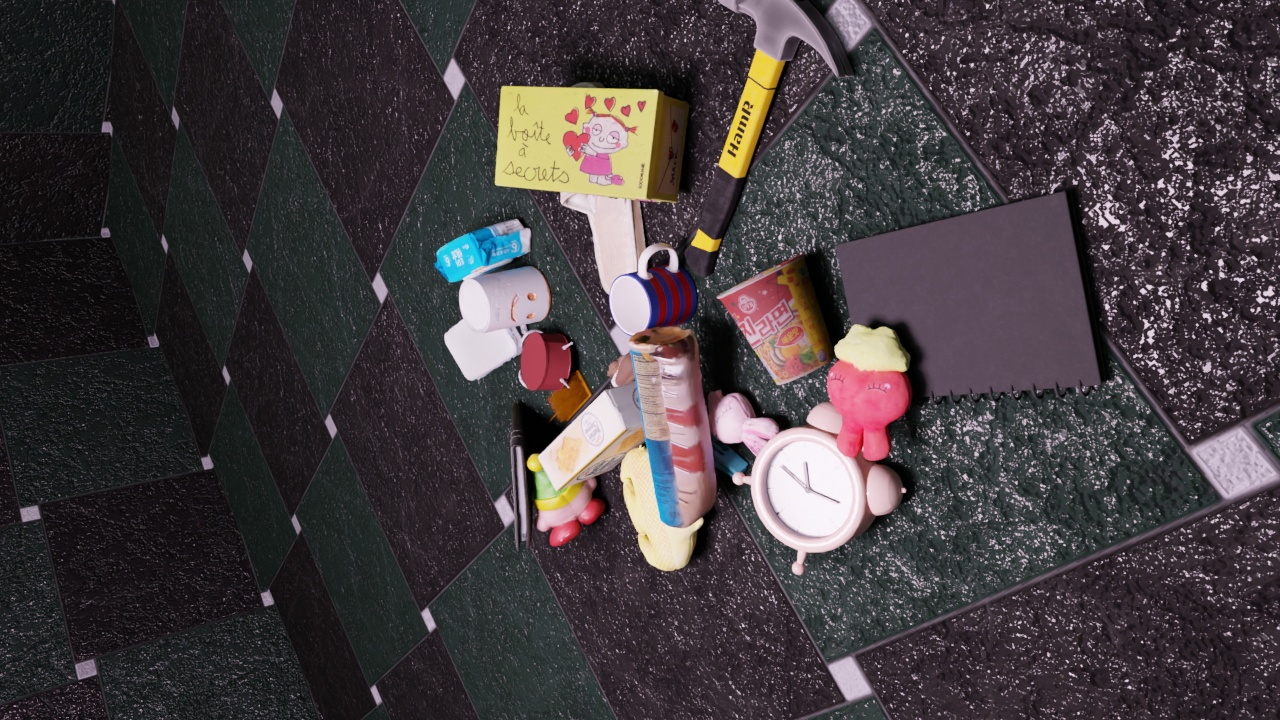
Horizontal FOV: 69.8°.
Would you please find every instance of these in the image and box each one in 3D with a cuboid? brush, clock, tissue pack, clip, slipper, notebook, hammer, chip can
[{"bbox_3d":[-0.113,0.064,1.343,0.048,0.017,0.127,61,139,15],"label":"brush"},{"bbox_3d":[0.192,0.131,0.974,0.161,0.086,0.131,-48,66,36],"label":"clock"},{"bbox_3d":[-0.231,-0.158,1.344,0.145,0.092,0.062,-11,101,51],"label":"tissue pack"},{"bbox_3d":[0.068,0.087,1.116,0.120,0.033,0.118,4,122,53],"label":"clip"},{"bbox_3d":[-0.050,-0.210,1.147,0.115,0.053,0.272,-10,96,46],"label":"slipper"},{"bbox_3d":[0.289,-0.044,0.831,0.232,0.019,0.169,-8,96,51],"label":"notebook"},{"bbox_3d":[0.109,-0.226,0.970,0.170,0.034,0.325,44,134,30],"label":"hammer"},{"bbox_3d":[-0.177,0.170,1.364,0.209,0.029,0.169,-105,11,-74],"label":"notebook"},{"bbox_3d":[0.042,0.077,1.058,0.080,0.079,0.230,12,118,47],"label":"chip can"},{"bbox_3d":[-0.140,0.001,1.318,0.125,0.044,0.087,9,95,59],"label":"clock"}]

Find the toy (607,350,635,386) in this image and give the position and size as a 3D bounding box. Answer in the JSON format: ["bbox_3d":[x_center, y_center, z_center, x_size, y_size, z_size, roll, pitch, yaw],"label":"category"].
[{"bbox_3d":[-0.007,0.007,1.177,0.102,0.041,0.054,-47,28,37],"label":"toy"}]

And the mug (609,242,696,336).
[{"bbox_3d":[0.018,-0.088,1.087,0.075,0.076,0.112,37,129,36],"label":"mug"}]

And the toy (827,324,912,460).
[{"bbox_3d":[0.218,0.031,0.885,0.092,0.045,0.135,20,110,48],"label":"toy"}]

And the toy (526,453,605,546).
[{"bbox_3d":[-0.110,0.182,1.304,0.131,0.124,0.097,55,169,-1],"label":"toy"}]

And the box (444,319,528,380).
[{"bbox_3d":[-0.248,-0.032,1.445,0.214,0.062,0.118,-23,88,50],"label":"box"}]

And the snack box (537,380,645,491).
[{"bbox_3d":[-0.042,0.096,1.202,0.208,0.104,0.057,-45,69,48],"label":"snack box"}]

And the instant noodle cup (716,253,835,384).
[{"bbox_3d":[0.147,-0.039,0.946,0.101,0.100,0.112,-24,92,51],"label":"instant noodle cup"}]

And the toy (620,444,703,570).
[{"bbox_3d":[0.026,0.191,1.190,0.155,0.064,0.170,-11,93,56],"label":"toy"}]

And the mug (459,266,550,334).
[{"bbox_3d":[-0.194,-0.087,1.315,0.082,0.105,0.082,21,118,45],"label":"mug"}]

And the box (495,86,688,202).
[{"bbox_3d":[-0.062,-0.251,1.064,0.221,0.079,0.124,14,102,28],"label":"box"}]

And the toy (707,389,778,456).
[{"bbox_3d":[0.114,0.074,1.057,0.110,0.047,0.064,28,132,37],"label":"toy"}]
